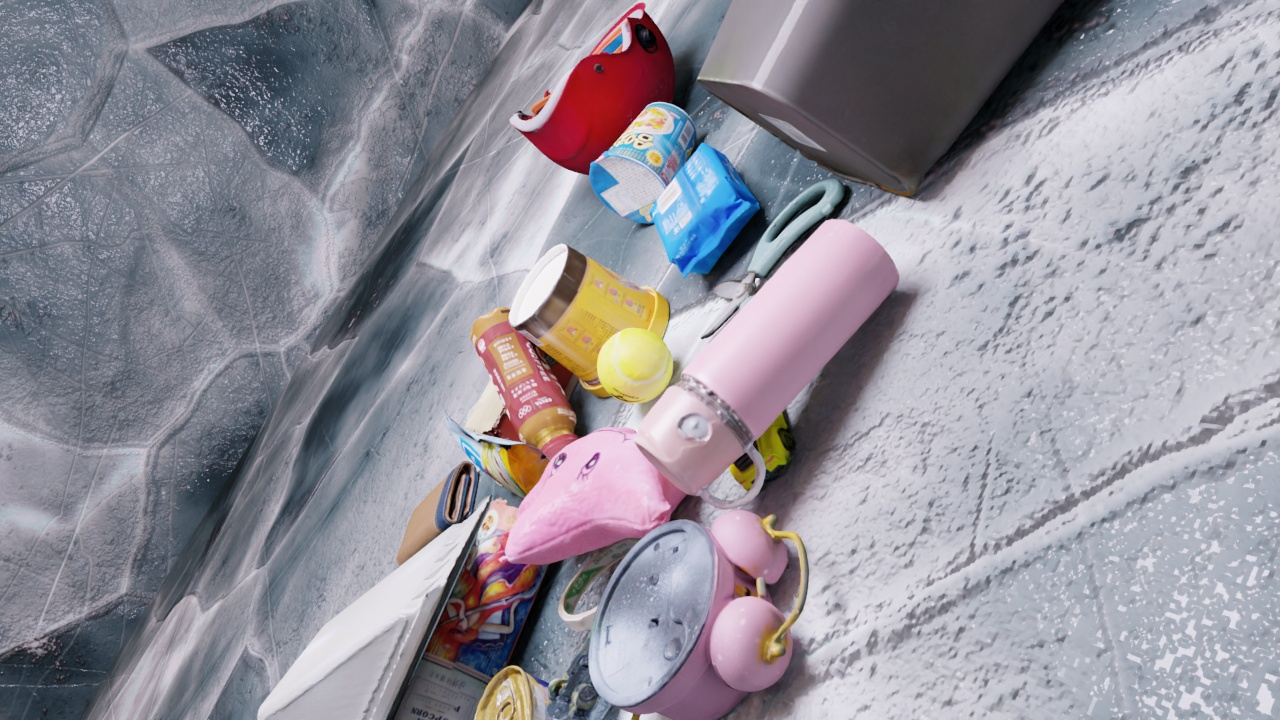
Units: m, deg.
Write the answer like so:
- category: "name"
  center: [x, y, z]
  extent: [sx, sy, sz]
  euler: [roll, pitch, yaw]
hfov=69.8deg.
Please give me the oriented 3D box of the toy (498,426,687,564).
- category: "toy"
  center: [-0.027, 0.100, 0.683]
  extent: [0.178, 0.074, 0.195]
  euler: [-36, 15, -27]

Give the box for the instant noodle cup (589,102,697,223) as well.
- category: "instant noodle cup"
  center: [0.011, -0.225, 1.016]
  extent: [0.099, 0.099, 0.109]
  euler: [-18, 37, 53]

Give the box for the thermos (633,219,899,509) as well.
- category: "thermos"
  center: [0.087, 0.005, 0.592]
  extent: [0.198, 0.087, 0.067]
  euler: [-47, -9, -12]

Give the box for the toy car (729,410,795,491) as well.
- category: "toy car"
  center: [0.075, 0.045, 0.641]
  extent: [0.048, 0.032, 0.105]
  euler: [-45, 26, 25]

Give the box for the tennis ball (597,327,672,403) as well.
- category: "tennis ball"
  center: [-0.005, 0.005, 0.792]
  extent: [0.066, 0.065, 0.065]
  euler: [-42, 29, 29]

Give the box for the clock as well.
- category: "clock"
  center: [0.038, 0.152, 0.548]
  extent: [0.159, 0.060, 0.117]
  euler: [-41, 28, 34]

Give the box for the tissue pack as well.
- category: "tissue pack"
  center: [0.060, -0.140, 0.864]
  extent: [0.095, 0.052, 0.157]
  euler: [-50, 26, 19]

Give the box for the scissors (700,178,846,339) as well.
- category: "scissors"
  center: [0.115, -0.076, 0.729]
  extent: [0.179, 0.019, 0.170]
  euler: [-58, 24, -1]

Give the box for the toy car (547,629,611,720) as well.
- category: "toy car"
  center: [-0.027, 0.210, 0.626]
  extent: [0.043, 0.034, 0.090]
  euler: [-24, 25, 55]

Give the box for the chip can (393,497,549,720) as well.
- category: "chip can"
  center: [-0.135, 0.226, 0.758]
  extent: [0.071, 0.071, 0.214]
  euler: [-16, 46, 55]

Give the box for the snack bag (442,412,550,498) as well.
- category: "snack bag"
  center: [-0.125, 0.096, 0.849]
  extent: [0.038, 0.110, 0.191]
  euler: [-56, 25, -14]

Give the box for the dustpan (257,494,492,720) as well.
- category: "dustpan"
  center: [-0.204, 0.273, 0.789]
  extent: [0.258, 0.142, 0.222]
  euler: [-36, 7, 5]

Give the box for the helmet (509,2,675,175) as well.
- category: "helmet"
  center: [-0.036, -0.329, 1.163]
  extent: [0.207, 0.144, 0.239]
  euler: [-21, 29, 51]

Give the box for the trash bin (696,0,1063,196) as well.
- category: "trash bin"
  center: [0.171, -0.256, 0.656]
  extent: [0.220, 0.199, 0.198]
  euler: [-59, 23, 10]

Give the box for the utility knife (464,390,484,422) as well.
- category: "utility knife"
  center: [-0.164, 0.021, 1.117]
  extent: [0.179, 0.018, 0.034]
  euler: [-43, 29, 29]

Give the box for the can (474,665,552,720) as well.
- category: "can"
  center: [-0.077, 0.278, 0.616]
  extent: [0.075, 0.049, 0.148]
  euler: [-47, 26, 18]

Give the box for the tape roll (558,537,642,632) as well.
- category: "tape roll"
  center: [-0.023, 0.160, 0.666]
  extent: [0.086, 0.014, 0.085]
  euler: [-36, 13, 10]

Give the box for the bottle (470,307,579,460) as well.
- category: "bottle"
  center: [-0.106, 0.029, 0.879]
  extent: [0.058, 0.057, 0.175]
  euler: [-45, 58, 23]

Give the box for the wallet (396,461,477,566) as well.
- category: "wallet"
  center: [-0.230, 0.175, 1.037]
  extent: [0.116, 0.033, 0.090]
  euler: [-41, 26, 32]

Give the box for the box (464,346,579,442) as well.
- category: "box"
  center: [-0.120, 0.015, 0.974]
  extent: [0.091, 0.077, 0.168]
  euler: [-1, 59, 60]

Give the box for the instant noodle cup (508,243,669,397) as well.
- category: "instant noodle cup"
  center: [-0.053, -0.042, 0.878]
  extent: [0.119, 0.114, 0.118]
  euler: [-42, 29, 30]
